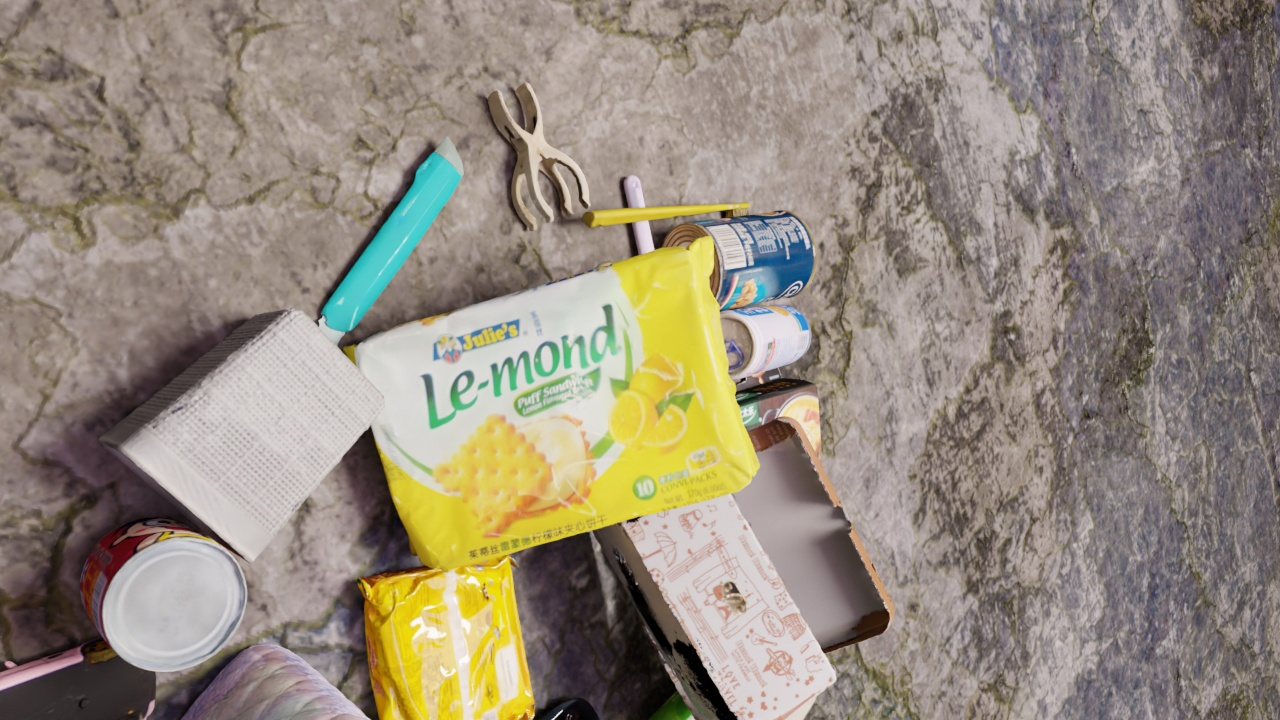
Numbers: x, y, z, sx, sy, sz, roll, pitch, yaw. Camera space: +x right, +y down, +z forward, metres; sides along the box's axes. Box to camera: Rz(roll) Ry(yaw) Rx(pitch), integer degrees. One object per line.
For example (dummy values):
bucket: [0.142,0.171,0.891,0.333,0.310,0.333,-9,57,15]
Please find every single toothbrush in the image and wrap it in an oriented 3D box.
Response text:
toothbrush: [0.027,-0.115,0.732,0.189,0.016,0.016,-13,100,-45]
toothbrush: [0.010,-0.054,0.734,0.029,0.021,0.189,-15,98,-35]

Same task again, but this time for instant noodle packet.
instant noodle packet: [-0.129,0.197,0.610,0.110,0.044,0.128,-6,90,-31]

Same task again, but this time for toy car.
toy car: [-0.316,0.183,0.472,0.122,0.037,0.056,-11,100,-50]

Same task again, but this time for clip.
clip: [-0.065,-0.148,0.668,0.083,0.035,0.104,-7,86,-34]

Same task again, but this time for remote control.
remote control: [-0.083,0.299,0.657,0.136,0.024,0.053,-40,112,-32]

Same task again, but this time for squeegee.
squeegee: [0.140,0.390,0.791,0.246,0.039,0.246,28,98,-47]

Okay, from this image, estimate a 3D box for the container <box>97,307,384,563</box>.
container: [-0.217,0.036,0.512,0.114,0.090,0.090,-51,118,-26]

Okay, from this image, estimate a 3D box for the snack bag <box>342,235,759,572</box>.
snack bag: [-0.053,0.030,0.584,0.246,0.068,0.158,-16,97,4]

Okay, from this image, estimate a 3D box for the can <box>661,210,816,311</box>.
can: [0.079,-0.081,0.750,0.111,0.075,0.075,-13,98,-37]

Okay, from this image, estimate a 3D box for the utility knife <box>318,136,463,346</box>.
utility knife: [-0.174,-0.060,0.594,0.029,0.013,0.207,40,70,-28]

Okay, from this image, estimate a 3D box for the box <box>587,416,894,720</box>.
box: [0.085,0.152,0.678,0.177,0.153,0.182,-29,87,-16]

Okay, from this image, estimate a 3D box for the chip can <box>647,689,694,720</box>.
chip can: [-0.008,0.331,0.685,0.220,0.073,0.072,-35,110,-32]

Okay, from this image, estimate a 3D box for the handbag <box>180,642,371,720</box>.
handbag: [-0.195,0.227,0.464,0.075,0.194,0.134,44,65,-26]

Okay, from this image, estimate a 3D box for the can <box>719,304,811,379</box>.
can: [0.094,-0.017,0.744,0.134,0.053,0.053,-11,97,-62]

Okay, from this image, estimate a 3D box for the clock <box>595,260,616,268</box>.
clock: [-0.004,0.004,0.673,0.117,0.060,0.158,-16,88,-62]

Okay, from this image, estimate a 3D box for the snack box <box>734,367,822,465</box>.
snack box: [0.099,0.067,0.786,0.113,0.053,0.126,-15,104,-37]

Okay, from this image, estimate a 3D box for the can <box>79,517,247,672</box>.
can: [-0.253,0.119,0.482,0.066,0.094,0.066,1,89,-38]
